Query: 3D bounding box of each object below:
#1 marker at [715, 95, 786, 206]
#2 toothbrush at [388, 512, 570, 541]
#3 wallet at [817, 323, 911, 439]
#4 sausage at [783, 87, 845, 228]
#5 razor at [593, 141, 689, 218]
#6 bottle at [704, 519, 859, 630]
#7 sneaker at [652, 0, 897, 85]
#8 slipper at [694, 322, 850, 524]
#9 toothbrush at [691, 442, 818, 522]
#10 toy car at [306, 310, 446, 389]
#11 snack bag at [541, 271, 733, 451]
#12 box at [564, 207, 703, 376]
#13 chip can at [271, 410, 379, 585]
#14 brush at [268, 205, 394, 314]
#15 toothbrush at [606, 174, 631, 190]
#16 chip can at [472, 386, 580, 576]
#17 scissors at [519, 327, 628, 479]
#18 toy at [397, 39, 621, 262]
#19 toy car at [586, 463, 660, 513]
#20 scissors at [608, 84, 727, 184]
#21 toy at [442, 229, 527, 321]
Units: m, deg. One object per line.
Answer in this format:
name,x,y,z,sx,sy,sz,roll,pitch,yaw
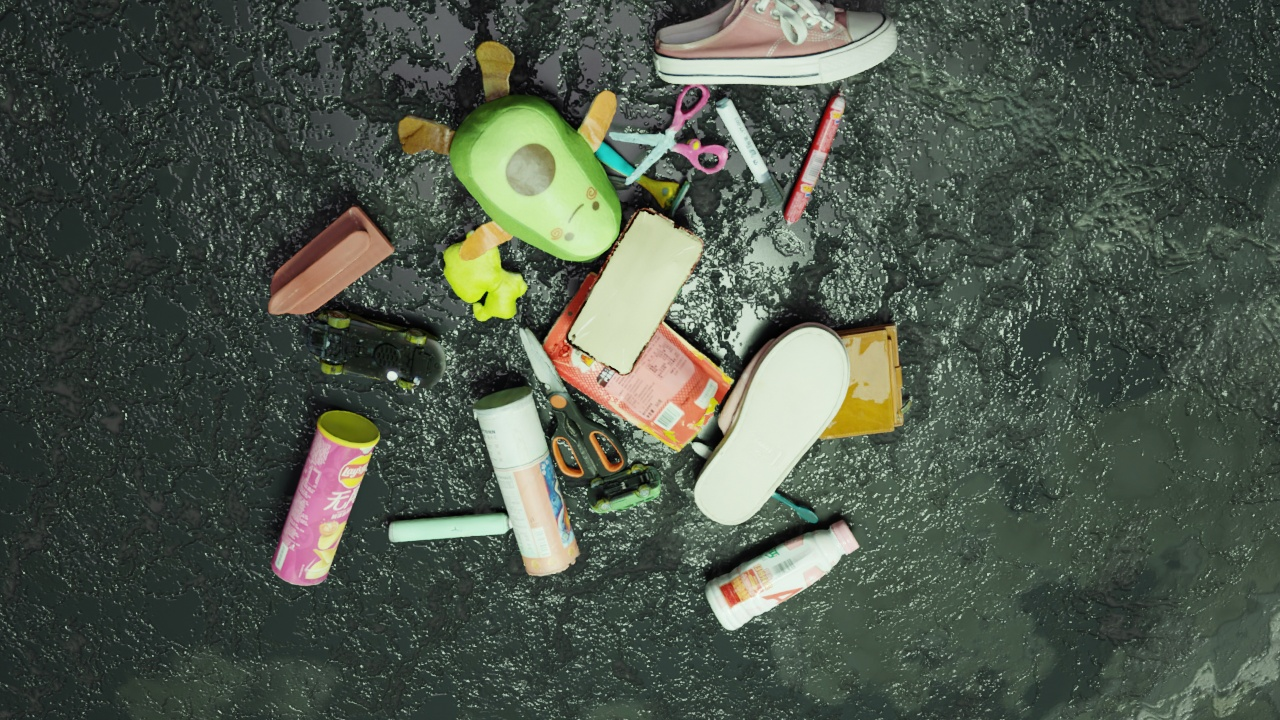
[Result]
marker,0.118,-0.223,0.979,0.022,0.018,0.131,-38,111,-14
toothbrush,-0.199,0.204,1.137,0.224,0.026,0.027,-5,94,0
wallet,0.258,0.026,1.073,0.119,0.035,0.131,-9,112,4
sausage,0.187,-0.215,0.983,0.020,0.020,0.156,17,111,-8
razor,-0.010,-0.204,0.976,0.132,0.028,0.043,30,87,-17
bottle,0.179,0.265,1.154,0.197,0.068,0.068,-31,110,6
sneaker,0.130,-0.327,0.894,0.241,0.118,0.088,-2,132,5
slipper,0.151,0.075,1.074,0.114,0.054,0.275,28,111,1
toothbrush,0.142,0.149,1.132,0.191,0.018,0.016,32,108,-11
toy car,-0.297,-0.011,1.038,0.158,0.042,0.070,15,111,-6
snack bag,-0.006,0.006,1.046,0.208,0.073,0.129,35,100,-6
box,-0.005,-0.071,0.974,0.091,0.079,0.168,30,92,-1
chip can,-0.377,0.165,1.093,0.071,0.071,0.211,21,110,-10
brush,-0.340,-0.100,0.987,0.146,0.069,0.063,-35,108,12
toothbrush,-0.099,-0.200,0.984,0.181,0.018,0.016,7,112,-7
chip can,-0.132,0.143,1.076,0.071,0.071,0.215,-14,105,4
scissors,-0.074,0.049,1.053,0.137,0.021,0.235,5,128,6
toy,-0.111,-0.190,0.926,0.227,0.090,0.246,-43,117,13
toy car,-0.020,0.158,1.114,0.091,0.043,0.036,-16,134,-4
scissors,0.032,-0.237,0.958,0.133,0.017,0.125,3,107,-18
toy,-0.176,-0.091,1.016,0.100,0.031,0.097,23,111,-11
